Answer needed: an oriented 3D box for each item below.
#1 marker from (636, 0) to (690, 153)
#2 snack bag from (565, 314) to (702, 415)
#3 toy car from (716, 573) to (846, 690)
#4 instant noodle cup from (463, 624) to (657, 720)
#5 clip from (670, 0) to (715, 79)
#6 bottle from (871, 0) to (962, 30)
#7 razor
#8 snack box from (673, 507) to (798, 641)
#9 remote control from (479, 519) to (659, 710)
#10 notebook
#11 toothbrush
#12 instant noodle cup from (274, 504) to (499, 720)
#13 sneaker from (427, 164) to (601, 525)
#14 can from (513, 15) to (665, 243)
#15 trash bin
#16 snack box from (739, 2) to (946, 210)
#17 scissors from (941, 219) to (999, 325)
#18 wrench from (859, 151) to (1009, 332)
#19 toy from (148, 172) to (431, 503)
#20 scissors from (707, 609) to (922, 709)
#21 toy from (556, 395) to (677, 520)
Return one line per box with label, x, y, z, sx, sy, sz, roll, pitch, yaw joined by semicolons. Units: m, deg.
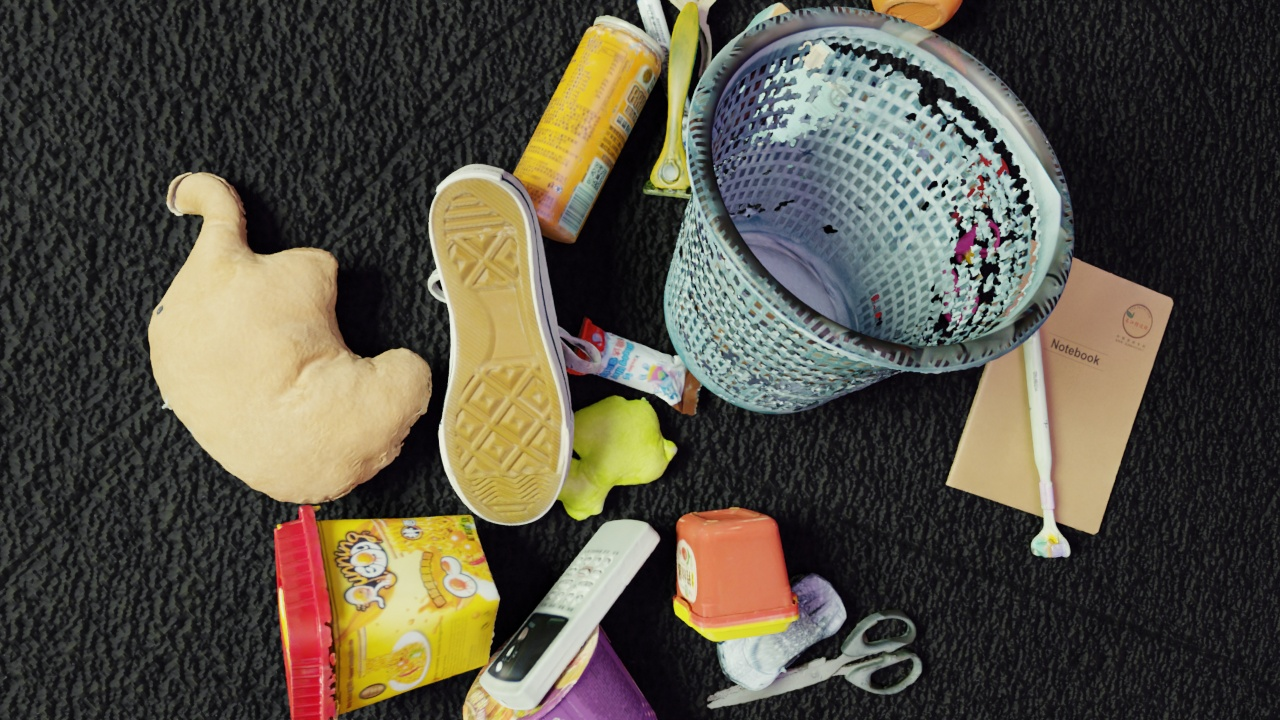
marker;0.024;-0.195;0.657;0.017;0.017;0.146;-19;97;-11
snack bag;-0.004;0.004;0.658;0.105;0.026;0.045;19;71;-13
toy car;0.106;0.205;0.690;0.105;0.031;0.049;-36;88;-7
instant noodle cup;-0.047;0.241;0.629;0.111;0.111;0.099;-40;110;-8
clip;0.049;-0.260;0.651;0.095;0.035;0.102;-28;103;-8
bottle;0.211;-0.321;0.672;0.066;0.067;0.149;13;83;-13
razor;0.028;-0.181;0.637;0.043;0.028;0.132;9;102;16
snack box;0.065;0.148;0.653;0.082;0.091;0.080;-4;87;-12
remote control;-0.047;0.166;0.616;0.021;0.058;0.149;53;57;-17
notebook;0.343;0.024;0.747;0.147;0.008;0.207;19;89;-13
toothbrush;0.319;0.064;0.730;0.020;0.029;0.189;-12;97;-54
instant noodle cup;-0.162;0.157;0.584;0.123;0.116;0.116;-4;130;-24
sneaker;-0.087;-0.011;0.604;0.118;0.087;0.241;-1;110;7
can;-0.039;-0.155;0.624;0.058;0.058;0.146;27;87;-13
trash bin;0.110;-0.066;0.576;0.226;0.195;0.226;5;68;-13
snack box;0.132;-0.168;0.665;0.175;0.051;0.074;38;87;-12
scissors;0.226;-0.070;0.690;0.135;0.017;0.108;-4;108;-37
wrench;0.185;-0.063;0.703;0.273;0.016;0.056;-42;101;-7
toy;-0.243;-0.012;0.581;0.143;0.082;0.226;-41;97;-11
scissors;0.136;0.233;0.714;0.175;0.014;0.133;22;90;-10
toy;-0.029;0.066;0.655;0.096;0.031;0.100;31;87;-11
